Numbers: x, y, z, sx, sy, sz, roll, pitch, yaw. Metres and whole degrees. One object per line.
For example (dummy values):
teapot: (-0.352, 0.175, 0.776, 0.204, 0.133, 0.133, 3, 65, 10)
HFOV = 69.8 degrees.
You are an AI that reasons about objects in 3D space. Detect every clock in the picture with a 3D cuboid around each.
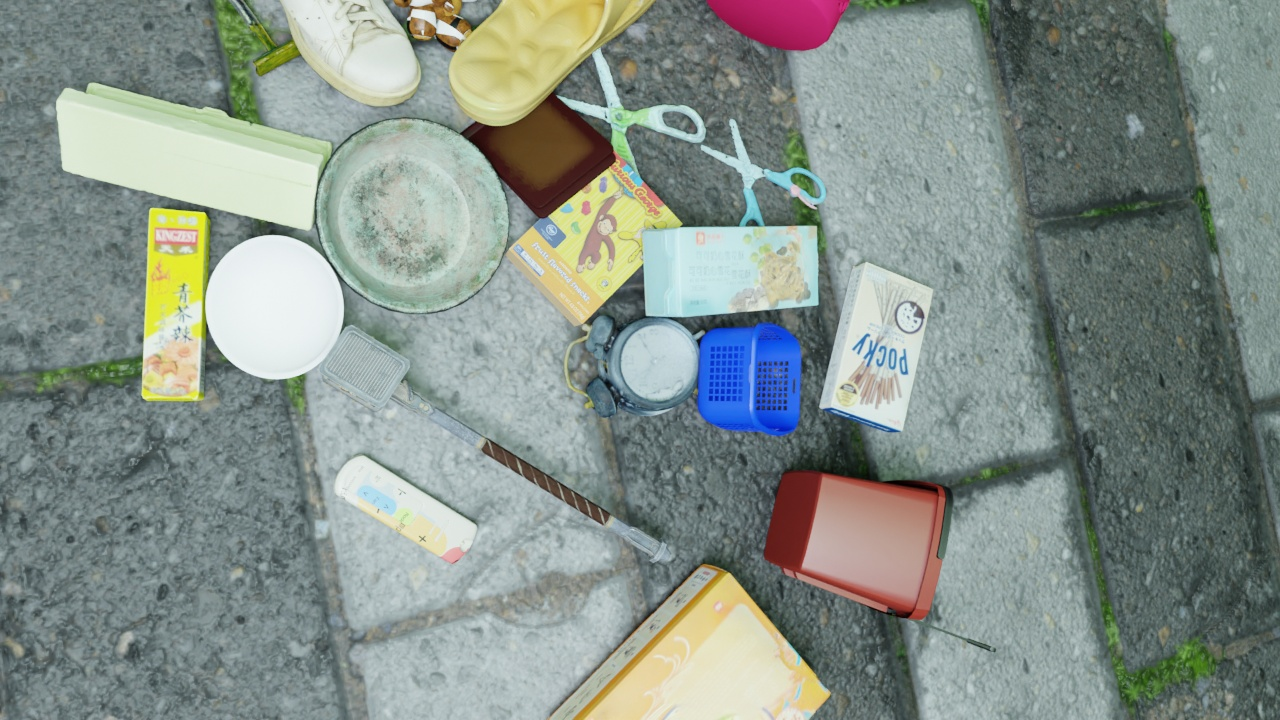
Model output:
clock: (-0.005, 0.005, 0.810, 0.129, 0.052, 0.090, -1, 86, -13)

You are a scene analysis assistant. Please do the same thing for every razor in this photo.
razor: (-0.325, -0.287, 0.750, 0.042, 0.026, 0.106, -37, 92, -15)

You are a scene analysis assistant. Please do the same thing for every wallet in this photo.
wallet: (-0.090, -0.184, 0.789, 0.091, 0.018, 0.115, -40, 68, -9)

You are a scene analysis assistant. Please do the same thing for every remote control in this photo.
remote control: (-0.193, 0.123, 0.757, 0.125, 0.018, 0.038, 35, 76, -13)

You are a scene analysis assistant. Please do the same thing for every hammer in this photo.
hammer: (-0.107, 0.081, 0.744, 0.322, 0.099, 0.044, 33, 76, -12)

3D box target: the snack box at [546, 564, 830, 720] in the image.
snack box: (0.039, 0.295, 0.780, 0.195, 0.081, 0.145, -42, 98, -16)

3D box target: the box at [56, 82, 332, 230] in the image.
box: (-0.344, -0.157, 0.717, 0.188, 0.089, 0.078, 12, 112, -17)

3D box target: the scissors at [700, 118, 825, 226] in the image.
scissors: (0.111, -0.161, 0.882, 0.136, 0.015, 0.125, 22, 78, -8)

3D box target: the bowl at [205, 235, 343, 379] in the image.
bowl: (-0.279, -0.042, 0.724, 0.110, 0.040, 0.110, 0, 94, 5)

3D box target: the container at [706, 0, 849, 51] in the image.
container: (0.159, -0.419, 0.842, 0.183, 0.183, 0.225, 25, 86, -14)

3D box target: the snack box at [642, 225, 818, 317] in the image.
snack box: (0.083, -0.081, 0.811, 0.174, 0.053, 0.075, -7, 97, -38)

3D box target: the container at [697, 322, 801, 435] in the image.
container: (0.095, 0.017, 0.811, 0.114, 0.058, 0.096, 14, 78, -60)

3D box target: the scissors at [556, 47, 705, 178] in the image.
scissors: (-0.016, -0.225, 0.847, 0.168, 0.023, 0.171, -16, 93, -13)

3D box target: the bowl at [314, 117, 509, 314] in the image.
bowl: (-0.188, -0.117, 0.755, 0.157, 0.039, 0.157, -1, 93, -28)

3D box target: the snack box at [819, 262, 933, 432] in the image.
snack box: (0.231, -0.012, 0.897, 0.082, 0.026, 0.150, 18, 79, -16)

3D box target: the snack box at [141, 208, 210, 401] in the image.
snack box: (-0.360, -0.042, 0.712, 0.040, 0.029, 0.148, 2, 85, -18)

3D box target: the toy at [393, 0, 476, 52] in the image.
toy: (-0.177, -0.313, 0.755, 0.067, 0.112, 0.087, 13, 85, 6)

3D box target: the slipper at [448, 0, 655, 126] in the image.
slipper: (-0.067, -0.313, 0.791, 0.099, 0.078, 0.262, 36, 71, 7)

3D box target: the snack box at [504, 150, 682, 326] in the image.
snack box: (-0.041, -0.106, 0.805, 0.088, 0.040, 0.125, 46, 80, -9)

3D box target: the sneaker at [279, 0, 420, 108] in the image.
sneaker: (-0.252, -0.317, 0.722, 0.241, 0.103, 0.088, 49, 52, -4)

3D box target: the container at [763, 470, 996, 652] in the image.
container: (0.226, 0.169, 0.816, 0.201, 0.148, 0.127, 16, 81, -6)
